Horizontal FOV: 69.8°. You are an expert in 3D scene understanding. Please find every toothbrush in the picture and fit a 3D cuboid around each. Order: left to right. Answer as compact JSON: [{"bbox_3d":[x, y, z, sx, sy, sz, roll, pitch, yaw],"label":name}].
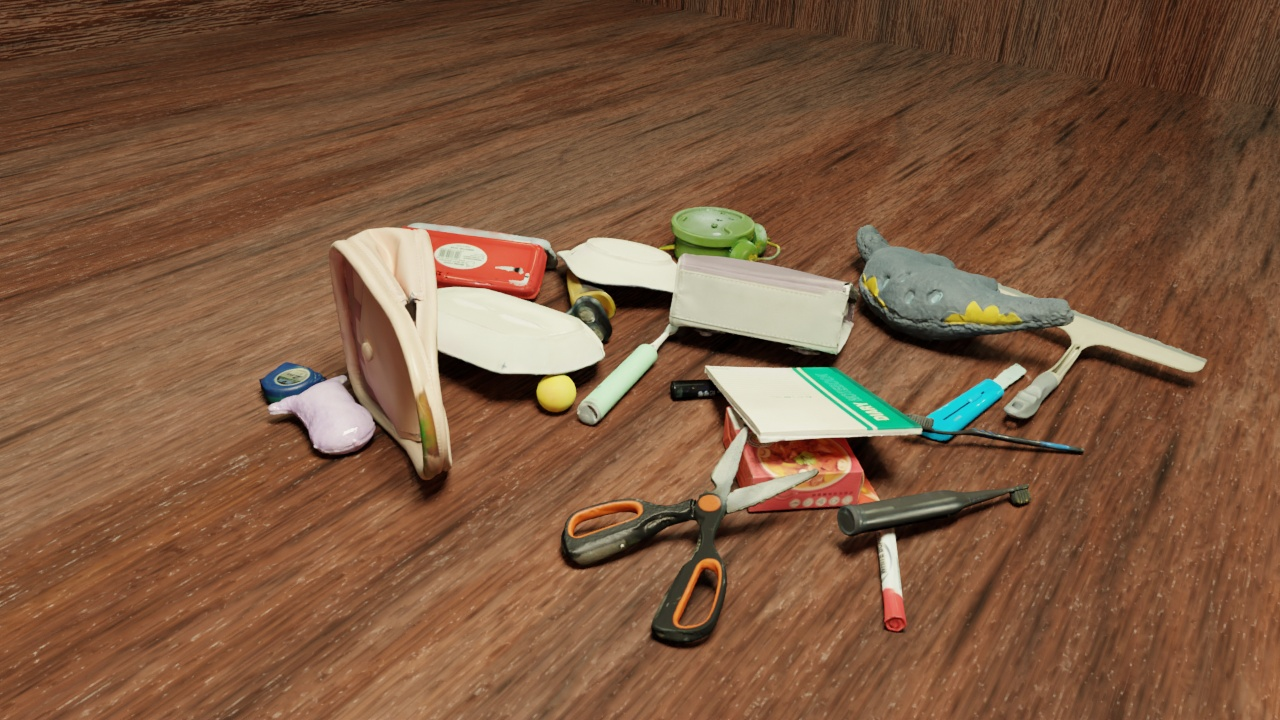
[{"bbox_3d":[-0.006,0.006,1.007,0.026,0.027,0.223,45,38,-1],"label":"toothbrush"},{"bbox_3d":[0.265,0.127,0.805,0.212,0.026,0.027,-3,69,-26],"label":"toothbrush"},{"bbox_3d":[0.352,0.074,0.912,0.189,0.016,0.014,9,-11,-4],"label":"toothbrush"}]

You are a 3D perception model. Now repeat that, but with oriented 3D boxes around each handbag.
[{"bbox_3d":[-0.212,0.007,0.843,0.093,0.194,0.234,-13,42,-21],"label":"handbag"},{"bbox_3d":[0.147,-0.067,1.074,0.197,0.098,0.144,13,16,18],"label":"handbag"}]

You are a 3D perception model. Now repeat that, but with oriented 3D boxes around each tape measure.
[{"bbox_3d":[-0.360,0.026,0.945,0.058,0.025,0.054,12,33,23],"label":"tape measure"}]

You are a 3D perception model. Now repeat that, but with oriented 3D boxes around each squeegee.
[{"bbox_3d":[0.457,0.016,1.018,0.247,0.039,0.245,27,42,32],"label":"squeegee"}]

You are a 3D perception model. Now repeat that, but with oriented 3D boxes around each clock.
[{"bbox_3d":[0.116,-0.166,1.281,0.161,0.056,0.115,13,32,17],"label":"clock"}]

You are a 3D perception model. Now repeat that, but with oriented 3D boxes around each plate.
[{"bbox_3d":[-0.160,-0.041,1.020,0.266,0.034,0.161,20,23,38],"label":"plate"},{"bbox_3d":[-0.018,-0.127,1.178,0.163,0.034,0.164,6,19,-20],"label":"plate"}]

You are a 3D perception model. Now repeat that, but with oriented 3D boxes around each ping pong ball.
[{"bbox_3d":[-0.086,0.033,0.940,0.040,0.040,0.040,2,30,-1],"label":"ping pong ball"}]

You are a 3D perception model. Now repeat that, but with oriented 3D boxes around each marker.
[{"bbox_3d":[0.097,0.028,0.986,0.132,0.020,0.022,-3,14,-11],"label":"marker"},{"bbox_3d":[0.206,0.166,0.762,0.017,0.017,0.145,7,31,6],"label":"marker"}]

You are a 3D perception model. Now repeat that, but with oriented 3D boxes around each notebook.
[{"bbox_3d":[0.158,0.037,0.894,0.150,0.012,0.209,-1,15,-10],"label":"notebook"}]

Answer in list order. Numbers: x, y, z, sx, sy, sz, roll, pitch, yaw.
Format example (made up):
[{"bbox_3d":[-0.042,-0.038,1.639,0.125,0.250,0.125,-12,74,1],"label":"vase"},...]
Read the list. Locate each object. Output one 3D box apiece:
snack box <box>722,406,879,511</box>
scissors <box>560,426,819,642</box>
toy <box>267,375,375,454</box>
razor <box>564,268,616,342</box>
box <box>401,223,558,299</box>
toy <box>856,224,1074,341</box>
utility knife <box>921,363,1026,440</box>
[{"bbox_3d":[0.151,0.088,0.862,0.127,0.044,0.113,-2,31,-8],"label":"snack box"},{"bbox_3d":[0.044,0.138,0.756,0.221,0.022,0.230,-5,40,4],"label":"scissors"},{"bbox_3d":[-0.302,0.054,0.888,0.083,0.039,0.108,-27,47,-31],"label":"toy"},{"bbox_3d":[-0.071,-0.075,1.123,0.067,0.062,0.167,-25,27,1],"label":"razor"},{"bbox_3d":[-0.217,-0.124,1.202,0.201,0.100,0.112,8,65,6],"label":"box"},{"bbox_3d":[0.347,-0.090,1.121,0.137,0.091,0.356,-28,32,-11],"label":"toy"},{"bbox_3d":[0.365,0.040,0.989,0.034,0.018,0.208,29,38,36],"label":"utility knife"}]
